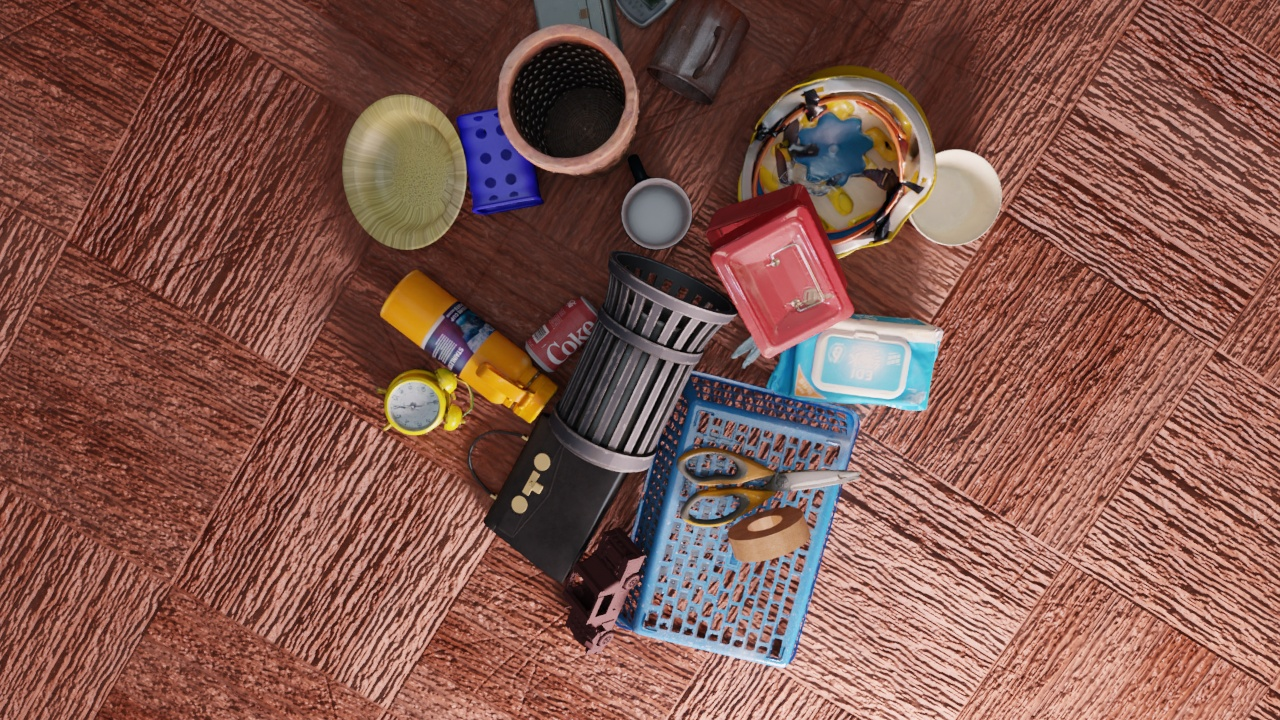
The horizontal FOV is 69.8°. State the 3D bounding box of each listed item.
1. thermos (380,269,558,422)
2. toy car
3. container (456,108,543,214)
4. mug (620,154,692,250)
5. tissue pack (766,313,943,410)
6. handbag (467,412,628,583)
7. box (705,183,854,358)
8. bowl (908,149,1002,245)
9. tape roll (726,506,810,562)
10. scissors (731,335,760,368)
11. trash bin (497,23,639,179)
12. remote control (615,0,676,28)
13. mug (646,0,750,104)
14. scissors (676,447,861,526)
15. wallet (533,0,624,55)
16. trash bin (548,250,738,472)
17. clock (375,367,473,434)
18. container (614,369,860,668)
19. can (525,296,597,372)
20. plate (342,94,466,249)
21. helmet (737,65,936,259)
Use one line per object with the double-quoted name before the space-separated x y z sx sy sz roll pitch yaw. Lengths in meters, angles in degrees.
"thermos" -0.214 -0.010 1.147 0.232 0.091 0.076 38 127 -2
"toy car" -0.056 0.299 1.168 0.070 0.061 0.170 42 122 37
"container" -0.172 -0.244 1.126 0.084 0.085 0.113 -10 95 0
"mug" 0.012 -0.195 1.125 0.085 0.094 0.121 -23 96 2
"tissue pack" 0.270 -0.002 1.159 0.209 0.066 0.117 6 100 -2
"handbag" -0.136 0.156 1.193 0.196 0.072 0.176 29 96 8
"box" 0.164 -0.113 1.080 0.137 0.126 0.157 -24 114 11
"bowl" 0.380 -0.200 1.139 0.115 0.062 0.115 0 96 0
"tape roll" 0.151 0.204 1.081 0.094 0.094 0.027 -19 96 2
"scissors" 0.173 -0.064 1.182 0.179 0.016 0.101 -37 99 7
"trash bin" -0.074 -0.285 1.058 0.151 0.210 0.151 0 96 1
"remote control" 0.023 -0.464 1.127 0.114 0.028 0.060 -43 94 5
"mug" 0.075 -0.374 1.092 0.096 0.123 0.110 20 97 -22
"scissors" 0.155 0.137 1.112 0.229 0.016 0.114 -10 97 1
"wallet" -0.077 -0.415 1.125 0.100 0.054 0.131 -12 91 1
"trash bin" -0.007 0.006 1.108 0.164 0.164 0.228 24 107 -3
"clock" -0.274 0.052 1.175 0.118 0.057 0.083 -8 97 -7
"container" 0.123 0.214 1.176 0.257 0.089 0.362 14 96 -2
"can" -0.096 -0.034 1.165 0.096 0.054 0.054 -42 95 5
"plate" -0.283 -0.231 1.134 0.185 0.036 0.184 4 101 23
"helmet" 0.233 -0.242 1.097 0.209 0.139 0.241 38 130 -9
